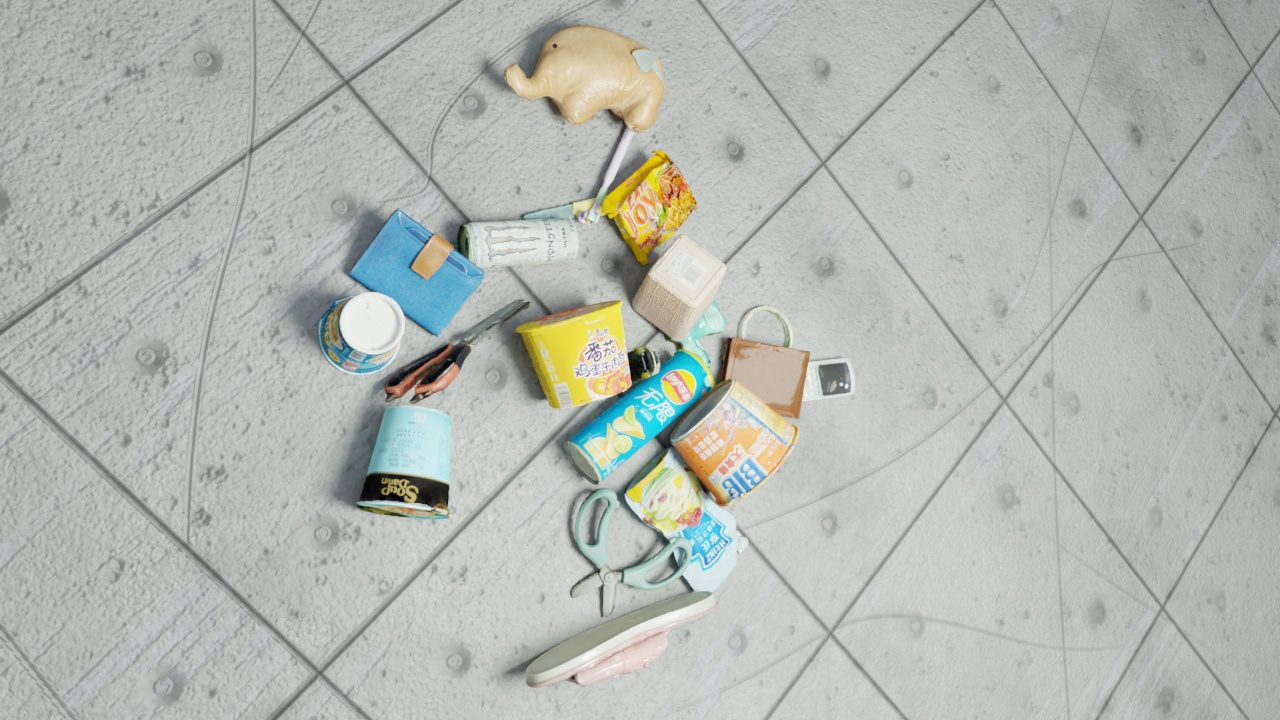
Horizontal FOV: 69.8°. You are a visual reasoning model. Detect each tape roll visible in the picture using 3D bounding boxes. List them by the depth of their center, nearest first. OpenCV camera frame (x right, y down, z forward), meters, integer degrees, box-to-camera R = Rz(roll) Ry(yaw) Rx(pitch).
[{"bbox_3d":[0.182,-0.036,1.333,0.085,0.014,0.085,3,83,-23],"label":"tape roll"}]

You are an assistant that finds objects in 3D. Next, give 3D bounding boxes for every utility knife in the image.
[{"bbox_3d":[-0.055,-0.211,1.244,0.218,0.022,0.031,-17,87,-31],"label":"utility knife"}]

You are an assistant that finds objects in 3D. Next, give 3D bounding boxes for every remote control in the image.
[{"bbox_3d":[0.251,0.030,1.352,0.149,0.021,0.058,-6,87,-24],"label":"remote control"}]

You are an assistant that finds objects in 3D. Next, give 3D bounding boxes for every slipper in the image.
[{"bbox_3d":[-0.017,0.358,1.151,0.273,0.114,0.054,-16,87,-31],"label":"slipper"}]

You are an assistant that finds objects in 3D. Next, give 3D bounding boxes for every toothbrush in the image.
[{"bbox_3d":[-0.038,-0.263,1.248,0.029,0.021,0.188,14,66,17],"label":"toothbrush"}]

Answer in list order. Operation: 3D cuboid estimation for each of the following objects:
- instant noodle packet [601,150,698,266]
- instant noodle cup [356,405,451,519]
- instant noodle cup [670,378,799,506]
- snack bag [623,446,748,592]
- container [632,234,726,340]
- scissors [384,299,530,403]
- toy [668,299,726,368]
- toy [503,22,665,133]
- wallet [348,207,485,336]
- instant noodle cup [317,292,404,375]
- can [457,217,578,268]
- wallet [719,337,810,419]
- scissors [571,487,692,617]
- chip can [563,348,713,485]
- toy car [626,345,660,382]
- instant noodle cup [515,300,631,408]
[{"bbox_3d":[0.015,-0.208,1.247,0.128,0.044,0.111,-48,125,-19],"label":"instant noodle packet"},{"bbox_3d":[-0.266,0.118,1.072,0.111,0.111,0.120,13,71,-22],"label":"instant noodle cup"},{"bbox_3d":[0.119,0.103,1.221,0.111,0.152,0.151,45,69,-6],"label":"instant noodle cup"},{"bbox_3d":[0.066,0.219,1.242,0.110,0.039,0.191,-45,103,-31],"label":"snack bag"},{"bbox_3d":[0.052,-0.099,1.216,0.090,0.111,0.090,37,70,5],"label":"container"},{"bbox_3d":[-0.212,-0.014,1.121,0.207,0.192,0.015,-20,119,1],"label":"scissors"},{"bbox_3d":[0.083,-0.040,1.281,0.091,0.030,0.096,-37,97,-19],"label":"toy"},{"bbox_3d":[-0.075,-0.381,1.220,0.225,0.083,0.143,2,71,-21],"label":"toy"},{"bbox_3d":[-0.268,-0.105,1.110,0.133,0.040,0.106,37,101,-16],"label":"wallet"},{"bbox_3d":[-0.317,-0.036,1.058,0.099,0.110,0.099,2,84,-24],"label":"instant noodle cup"},{"bbox_3d":[-0.155,-0.150,1.170,0.146,0.058,0.058,-7,87,-25],"label":"can"},{"bbox_3d":[0.174,0.026,1.298,0.124,0.032,0.101,9,90,-8],"label":"wallet"},{"bbox_3d":[-0.024,0.239,1.190,0.170,0.019,0.180,-23,100,-10],"label":"scissors"},{"bbox_3d":[0.000,0.073,1.208,0.209,0.071,0.071,-39,100,-22],"label":"chip can"},{"bbox_3d":[-0.007,0.007,1.203,0.035,0.091,0.042,-14,87,-41],"label":"toy car"},{"bbox_3d":[-0.076,-0.007,1.155,0.137,0.138,0.110,-20,100,-25],"label":"instant noodle cup"}]
